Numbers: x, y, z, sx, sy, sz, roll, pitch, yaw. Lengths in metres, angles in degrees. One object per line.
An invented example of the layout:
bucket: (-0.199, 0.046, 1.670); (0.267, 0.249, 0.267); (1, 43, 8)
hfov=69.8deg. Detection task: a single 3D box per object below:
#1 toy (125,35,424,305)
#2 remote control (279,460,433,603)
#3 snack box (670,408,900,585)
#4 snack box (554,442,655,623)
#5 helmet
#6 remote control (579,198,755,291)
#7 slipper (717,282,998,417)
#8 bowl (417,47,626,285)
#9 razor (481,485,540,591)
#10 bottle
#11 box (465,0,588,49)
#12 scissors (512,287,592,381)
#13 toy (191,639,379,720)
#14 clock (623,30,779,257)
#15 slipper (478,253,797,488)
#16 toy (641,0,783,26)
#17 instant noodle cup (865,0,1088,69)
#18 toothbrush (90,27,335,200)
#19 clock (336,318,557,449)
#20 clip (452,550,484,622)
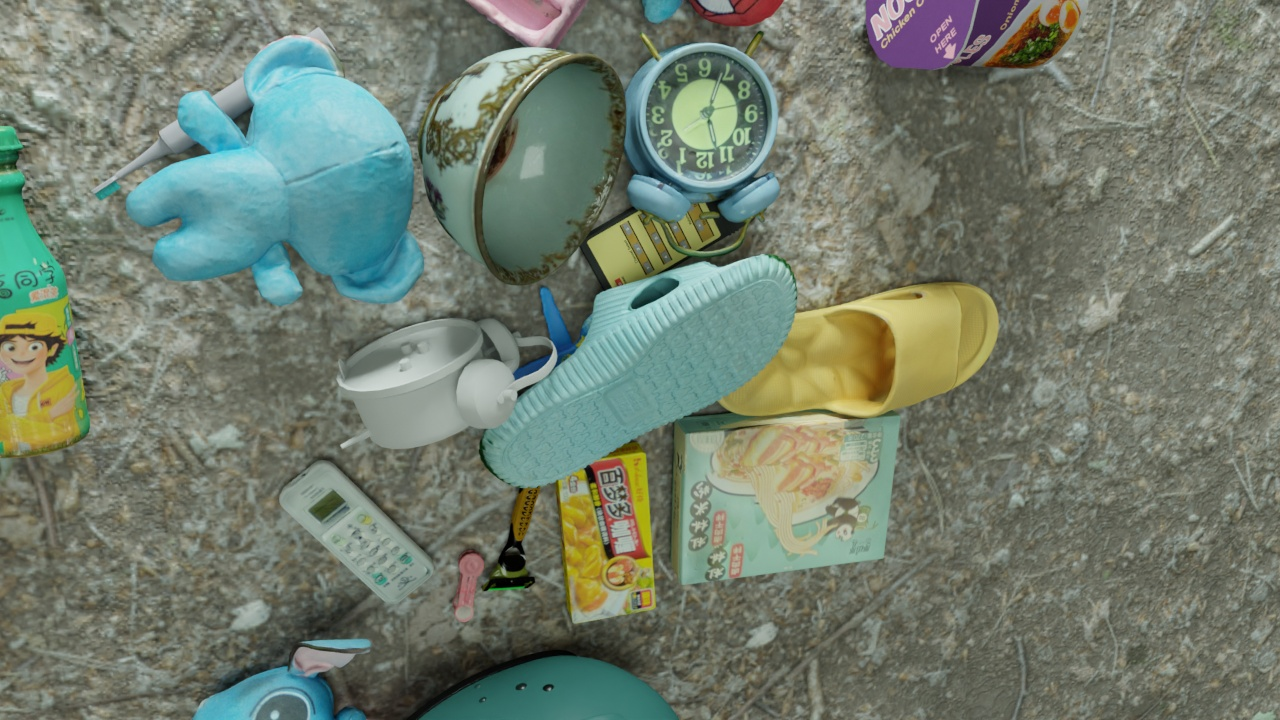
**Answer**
toy: (-0.235, -0.108, 0.601); (0.180, 0.115, 0.183); (-29, 109, -27)
remote control: (-0.223, 0.136, 0.727); (0.050, 0.022, 0.133); (-38, 112, 0)
snack box: (0.124, 0.113, 0.798); (0.193, 0.044, 0.141); (-4, 110, -14)
snack box: (-0.030, 0.147, 0.779); (0.075, 0.025, 0.152); (-8, 109, -12)
helmet: (-0.078, 0.349, 0.703); (0.274, 0.200, 0.177); (-12, 114, -33)
remote control: (0.021, -0.102, 0.718); (0.133, 0.013, 0.058); (-32, 112, -3)
slipper: (0.185, 0.000, 0.760); (0.263, 0.078, 0.099); (-7, 109, -10)
bowl: (-0.092, -0.142, 0.622); (0.094, 0.159, 0.160); (28, 101, 21)
razor: (-0.096, 0.126, 0.758); (0.044, 0.021, 0.144); (5, 108, -35)
bottle: (-0.412, -0.044, 0.596); (0.068, 0.068, 0.210); (-3, 108, -14)
box: (-0.067, -0.347, 0.606); (0.179, 0.040, 0.233); (37, 97, -6)
scissors: (-0.057, -0.001, 0.731); (0.126, 0.013, 0.125); (-22, 113, -11)
toy: (-0.262, 0.314, 0.738); (0.191, 0.099, 0.224); (38, 92, -28)
clock: (0.045, -0.157, 0.672); (0.118, 0.060, 0.162); (-6, 99, -7)
slipper: (-0.004, 0.004, 0.708); (0.276, 0.069, 0.116); (-31, 130, 4)
toy: (0.044, -0.282, 0.642); (0.133, 0.062, 0.092); (1, 93, 0)
instant noodle cup: (0.256, -0.261, 0.675); (0.121, 0.136, 0.122); (3, 152, -25)
toothbrush: (-0.288, -0.164, 0.616); (0.188, 0.018, 0.019); (-34, 111, -2)
clock: (-0.139, 0.009, 0.661); (0.159, 0.119, 0.061); (-15, 116, 2)
clip: (-0.145, 0.189, 0.769); (0.023, 0.045, 0.059); (9, 71, -20)
